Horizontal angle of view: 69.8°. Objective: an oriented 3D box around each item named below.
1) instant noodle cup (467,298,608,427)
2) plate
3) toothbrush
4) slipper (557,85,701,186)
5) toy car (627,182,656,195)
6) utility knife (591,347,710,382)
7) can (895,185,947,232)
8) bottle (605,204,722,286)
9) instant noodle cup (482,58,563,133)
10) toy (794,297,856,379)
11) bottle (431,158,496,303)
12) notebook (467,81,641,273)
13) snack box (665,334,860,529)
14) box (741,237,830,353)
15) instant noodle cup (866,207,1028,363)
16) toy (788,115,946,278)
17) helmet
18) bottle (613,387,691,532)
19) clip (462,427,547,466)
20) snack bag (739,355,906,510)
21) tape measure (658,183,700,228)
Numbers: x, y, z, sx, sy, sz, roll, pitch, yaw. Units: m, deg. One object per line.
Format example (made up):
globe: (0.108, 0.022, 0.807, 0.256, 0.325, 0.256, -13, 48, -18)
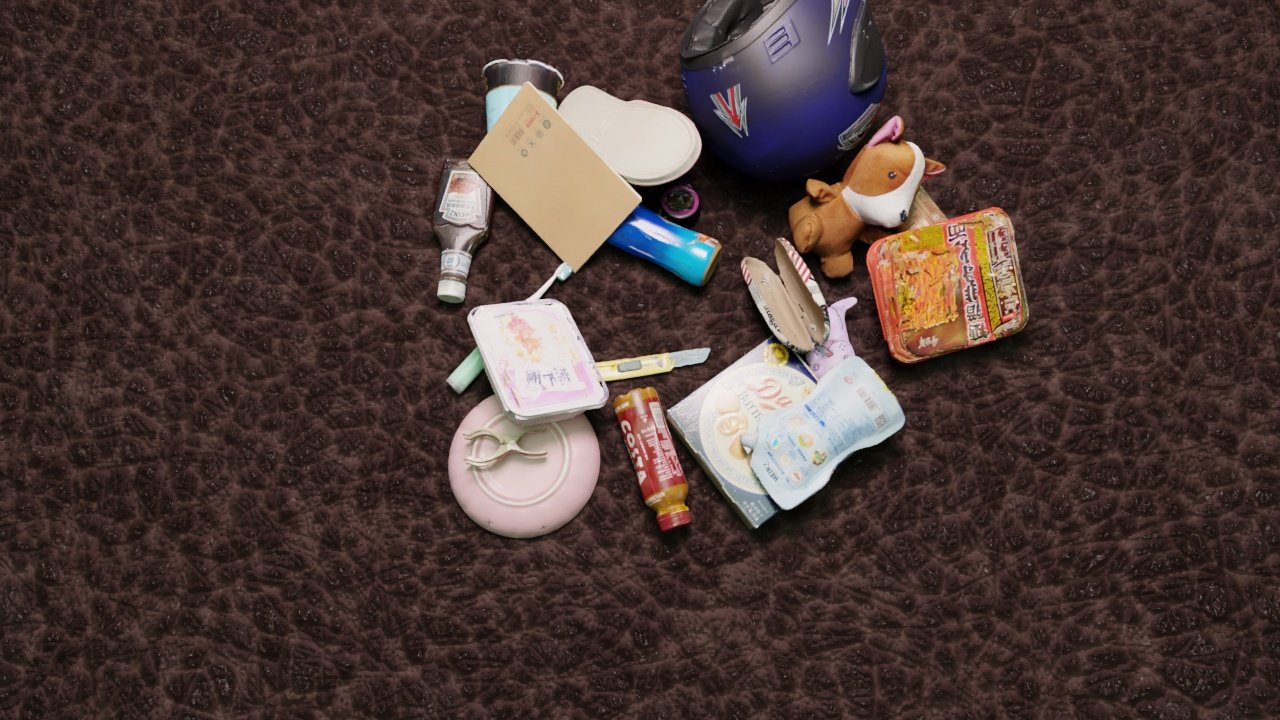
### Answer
instant noodle cup: (-0.132, 0.009, 1.136, 0.137, 0.061, 0.173, -8, 56, -31)
plate: (-0.147, 0.123, 1.143, 0.192, 0.039, 0.192, 0, 74, 1)
toothbrush: (-0.170, -0.046, 1.199, 0.027, 0.026, 0.224, 38, 78, 13)
slipper: (-0.017, -0.293, 1.206, 0.274, 0.054, 0.114, 33, 90, 41)
toy car: (0.001, -0.267, 1.247, 0.036, 0.043, 0.091, -10, 63, 34)
utility knife: (-0.007, 0.007, 1.189, 0.198, 0.021, 0.031, -7, 79, -5)
can: (0.353, -0.206, 1.216, 0.058, 0.058, 0.116, -32, 76, -8)
bottle: (-0.001, -0.171, 1.209, 0.219, 0.065, 0.065, 27, 76, 8)
instant noodle cup: (-0.162, -0.329, 1.245, 0.111, 0.111, 0.120, 2, 83, 2)
toy: (0.243, -0.026, 1.175, 0.084, 0.039, 0.108, -11, 73, 18)
bottle: (-0.241, -0.174, 1.228, 0.080, 0.044, 0.194, 6, 75, 0)
notebook: (-0.114, -0.233, 1.186, 0.207, 0.008, 0.148, 46, 123, -2)
snack box: (0.155, 0.086, 1.145, 0.182, 0.046, 0.178, -36, 77, -8)
box: (0.178, -0.077, 1.163, 0.087, 0.076, 0.163, -20, 56, -5)
instant noodle cup: (0.378, -0.093, 1.154, 0.189, 0.079, 0.164, -15, 100, -4)
toy: (0.281, -0.200, 1.153, 0.200, 0.140, 0.130, -43, 47, 17)
helmet: (0.197, -0.375, 1.175, 0.240, 0.248, 0.314, 48, 54, -30)
bottle: (0.018, 0.122, 1.130, 0.057, 0.057, 0.174, -17, 74, -4)
clip: (-0.168, 0.091, 1.115, 0.104, 0.035, 0.081, -20, 75, -9)
snack bag: (0.216, 0.085, 1.101, 0.191, 0.039, 0.110, -34, 83, -7)
tape measure: (0.052, -0.207, 1.232, 0.058, 0.039, 0.057, 7, 74, 3)
